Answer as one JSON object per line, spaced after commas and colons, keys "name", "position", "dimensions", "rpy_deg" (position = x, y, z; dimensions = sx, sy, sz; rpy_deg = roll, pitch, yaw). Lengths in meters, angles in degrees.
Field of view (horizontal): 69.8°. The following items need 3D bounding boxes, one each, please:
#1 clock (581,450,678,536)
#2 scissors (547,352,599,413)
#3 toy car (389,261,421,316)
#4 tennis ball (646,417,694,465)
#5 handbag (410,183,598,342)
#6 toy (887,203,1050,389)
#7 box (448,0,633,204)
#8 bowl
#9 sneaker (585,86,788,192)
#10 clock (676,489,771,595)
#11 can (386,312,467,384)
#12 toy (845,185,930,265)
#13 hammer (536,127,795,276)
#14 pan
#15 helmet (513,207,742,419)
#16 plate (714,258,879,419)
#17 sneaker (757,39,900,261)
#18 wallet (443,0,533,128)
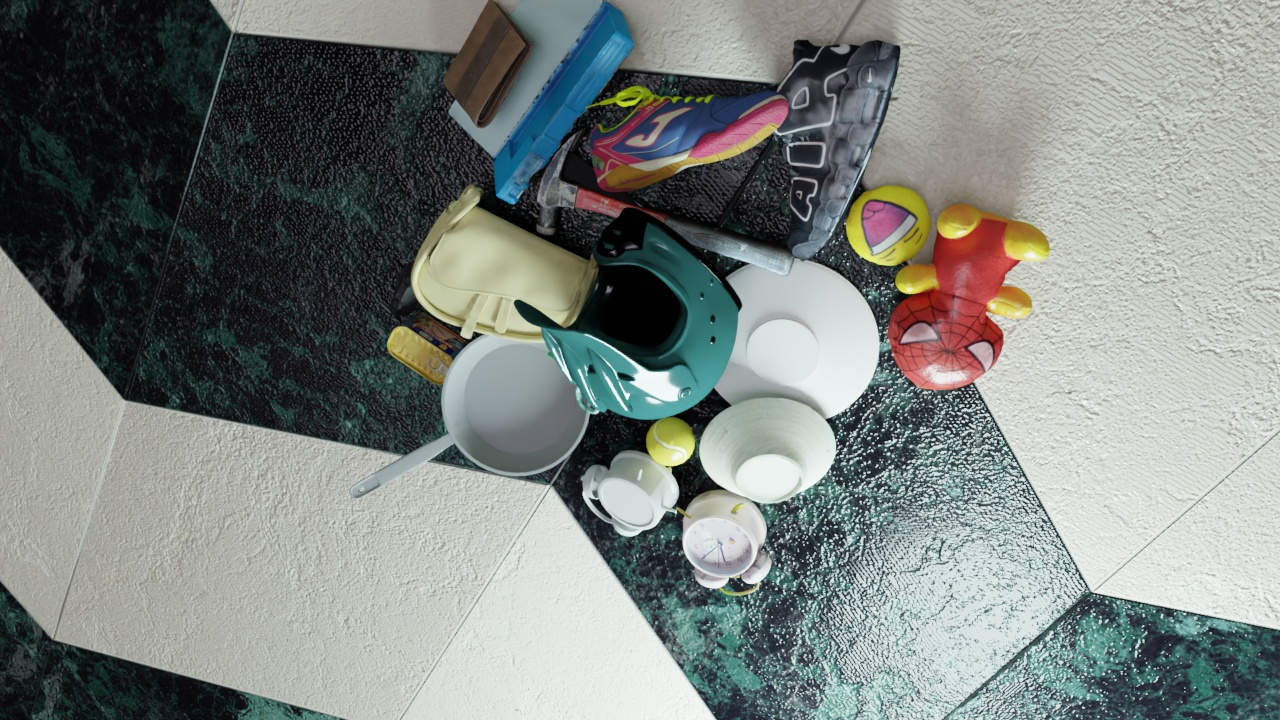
{"name": "clock", "position": [-0.018, 0.186, 1.281], "dimensions": [0.160, 0.060, 0.120], "rpy_deg": [-26, 108, 46]}
{"name": "scissors", "position": [-0.068, 0.016, 1.203], "dimensions": [0.126, 0.011, 0.130], "rpy_deg": [19, 117, 20]}
{"name": "toy car", "position": [-0.316, -0.100, 1.256], "dimensions": [0.036, 0.042, 0.092], "rpy_deg": [49, 121, 20]}
{"name": "tennis ball", "position": [0.040, 0.108, 1.229], "dimensions": [0.065, 0.065, 0.065], "rpy_deg": [6, 115, 14]}
{"name": "handbag", "position": [-0.170, -0.107, 1.162], "dimensions": [0.233, 0.088, 0.191], "rpy_deg": [25, 133, 1]}
{"name": "toy", "position": [0.359, -0.066, 1.038], "dimensions": [0.147, 0.098, 0.217], "rpy_deg": [23, 117, 12]}
{"name": "box", "position": [-0.114, -0.326, 1.090], "dimensions": [0.244, 0.070, 0.170], "rpy_deg": [-47, 63, 28]}
{"name": "bowl", "position": [0.165, 0.133, 1.181], "dimensions": [0.177, 0.057, 0.177], "rpy_deg": [2, 126, 2]}
{"name": "sneaker", "position": [0.043, -0.261, 1.001], "dimensions": [0.242, 0.116, 0.091], "rpy_deg": [-14, 86, 32]}
{"name": "clock", "position": [0.118, 0.260, 1.279], "dimensions": [0.117, 0.058, 0.158], "rpy_deg": [-11, 111, 21]}
{"name": "can", "position": [-0.293, -0.017, 1.275], "dimensions": [0.100, 0.058, 0.054], "rpy_deg": [35, 118, 0]}
{"name": "toy", "position": [0.284, -0.155, 1.051], "dimensions": [0.094, 0.041, 0.096], "rpy_deg": [47, 120, -3]}
{"name": "hammer", "position": [0.032, -0.176, 1.118], "dimensions": [0.326, 0.036, 0.141], "rpy_deg": [19, 119, 9]}
{"name": "pan", "position": [-0.236, 0.094, 1.249], "dimensions": [0.357, 0.050, 0.201], "rpy_deg": [-29, 95, 4]}
{"name": "helmet", "position": [-0.009, -0.037, 1.056], "dimensions": [0.176, 0.274, 0.200], "rpy_deg": [26, 79, 40]}
{"name": "plate", "position": [0.181, -0.015, 1.151], "dimensions": [0.229, 0.030, 0.230], "rpy_deg": [6, 115, 14]}
{"name": "sneaker", "position": [0.178, -0.241, 1.019], "dimensions": [0.151, 0.097, 0.253], "rpy_deg": [23, 117, 12]}
{"name": "wallet", "position": [-0.183, -0.350, 1.086], "dimensions": [0.121, 0.026, 0.098], "rpy_deg": [-52, 57, 27]}
